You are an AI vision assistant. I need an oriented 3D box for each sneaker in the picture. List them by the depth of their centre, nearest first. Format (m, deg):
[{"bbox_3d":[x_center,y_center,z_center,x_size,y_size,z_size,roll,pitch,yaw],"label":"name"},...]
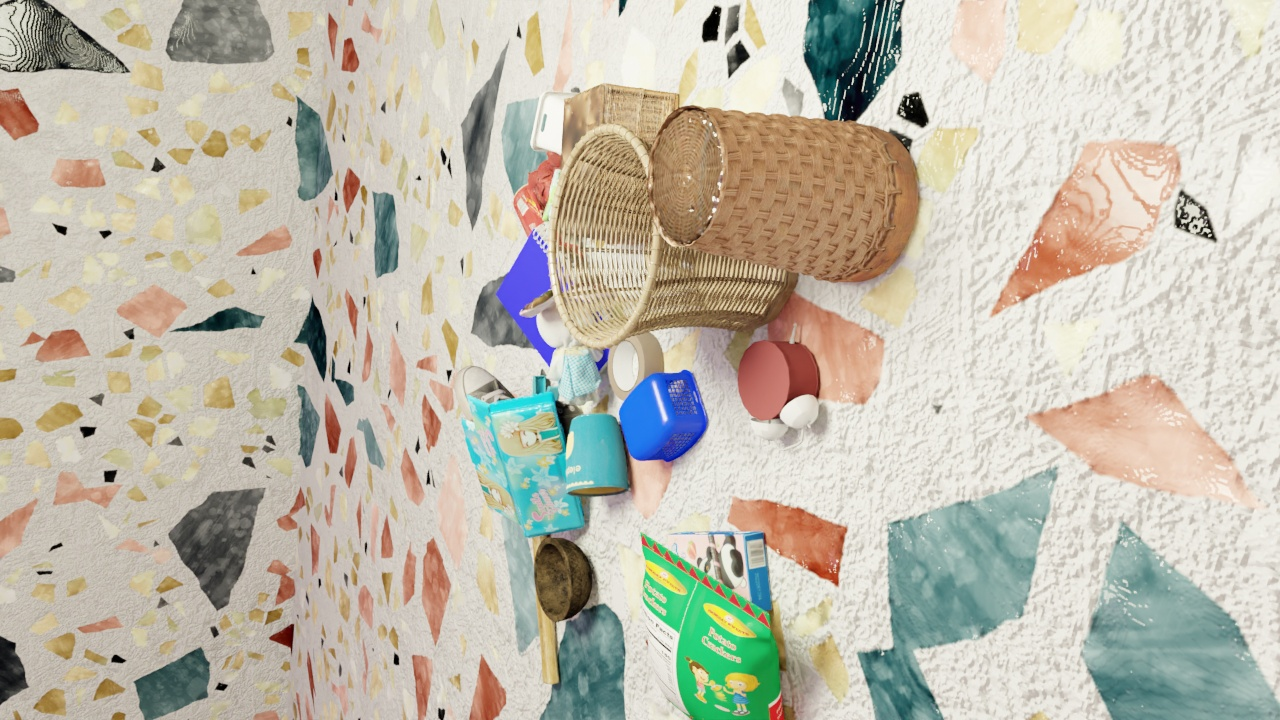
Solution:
[{"bbox_3d":[-0.179,0.077,1.380,0.234,0.095,0.120,49,131,14],"label":"sneaker"}]

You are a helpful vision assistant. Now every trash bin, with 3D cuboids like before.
[{"bbox_3d":[0.123,-0.148,0.832,0.151,0.209,0.151,3,93,59],"label":"trash bin"}]

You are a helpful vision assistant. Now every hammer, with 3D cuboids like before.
[{"bbox_3d":[-0.155,0.342,1.456,0.132,0.033,0.330,-17,77,56],"label":"hammer"}]

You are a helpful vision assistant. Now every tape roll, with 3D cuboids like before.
[{"bbox_3d":[-0.007,0.007,1.211,0.094,0.030,0.093,1,91,58],"label":"tape roll"}]

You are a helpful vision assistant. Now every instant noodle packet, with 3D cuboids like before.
[{"bbox_3d":[0.077,0.328,0.998,0.196,0.090,0.253,23,130,47],"label":"instant noodle packet"}]

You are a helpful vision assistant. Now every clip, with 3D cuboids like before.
[{"bbox_3d":[-0.148,0.093,1.448,0.113,0.028,0.127,45,126,51],"label":"clip"}]

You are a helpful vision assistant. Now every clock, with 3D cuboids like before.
[{"bbox_3d":[0.145,0.031,0.955,0.087,0.044,0.124,-33,63,54],"label":"clock"}]

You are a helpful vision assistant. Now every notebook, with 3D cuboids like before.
[{"bbox_3d":[-0.117,-0.067,1.326,0.209,0.022,0.172,53,138,12],"label":"notebook"}]

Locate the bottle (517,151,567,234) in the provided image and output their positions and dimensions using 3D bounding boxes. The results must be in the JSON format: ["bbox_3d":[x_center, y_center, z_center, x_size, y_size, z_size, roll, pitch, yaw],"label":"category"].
[{"bbox_3d":[-0.123,-0.244,1.328,0.099,0.098,0.111,-50,58,46],"label":"bottle"}]

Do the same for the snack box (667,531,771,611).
[{"bbox_3d":[0.088,0.242,1.059,0.154,0.033,0.088,-16,77,57],"label":"snack box"}]

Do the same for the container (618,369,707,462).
[{"bbox_3d":[0.023,0.070,1.137,0.114,0.058,0.096,-47,52,48],"label":"container"}]

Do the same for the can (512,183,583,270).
[{"bbox_3d":[-0.139,-0.196,1.386,0.067,0.067,0.170,-61,42,39],"label":"can"}]

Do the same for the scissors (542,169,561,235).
[{"bbox_3d":[-0.107,-0.180,1.109,0.175,0.033,0.072,-89,19,-65],"label":"scissors"}]

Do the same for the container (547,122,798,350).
[{"bbox_3d":[0.037,-0.125,0.982,0.227,0.195,0.227,1,91,58],"label":"container"}]

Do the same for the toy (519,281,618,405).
[{"bbox_3d":[-0.090,-0.027,1.253,0.105,0.131,0.206,-117,15,-55],"label":"toy"}]

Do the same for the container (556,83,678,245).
[{"bbox_3d":[-0.030,-0.247,1.169,0.114,0.112,0.198,7,95,58],"label":"container"}]

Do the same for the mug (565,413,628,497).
[{"bbox_3d":[-0.066,0.133,1.266,0.112,0.084,0.104,139,130,-63],"label":"mug"}]

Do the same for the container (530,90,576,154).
[{"bbox_3d":[-0.082,-0.318,1.249,0.049,0.129,0.081,32,119,31],"label":"container"}]

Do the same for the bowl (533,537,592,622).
[{"bbox_3d":[-0.106,0.319,1.349,0.121,0.056,0.121,1,91,58],"label":"bowl"}]

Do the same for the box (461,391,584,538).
[{"bbox_3d":[-0.181,0.150,1.315,0.181,0.073,0.227,2,123,20],"label":"box"}]
